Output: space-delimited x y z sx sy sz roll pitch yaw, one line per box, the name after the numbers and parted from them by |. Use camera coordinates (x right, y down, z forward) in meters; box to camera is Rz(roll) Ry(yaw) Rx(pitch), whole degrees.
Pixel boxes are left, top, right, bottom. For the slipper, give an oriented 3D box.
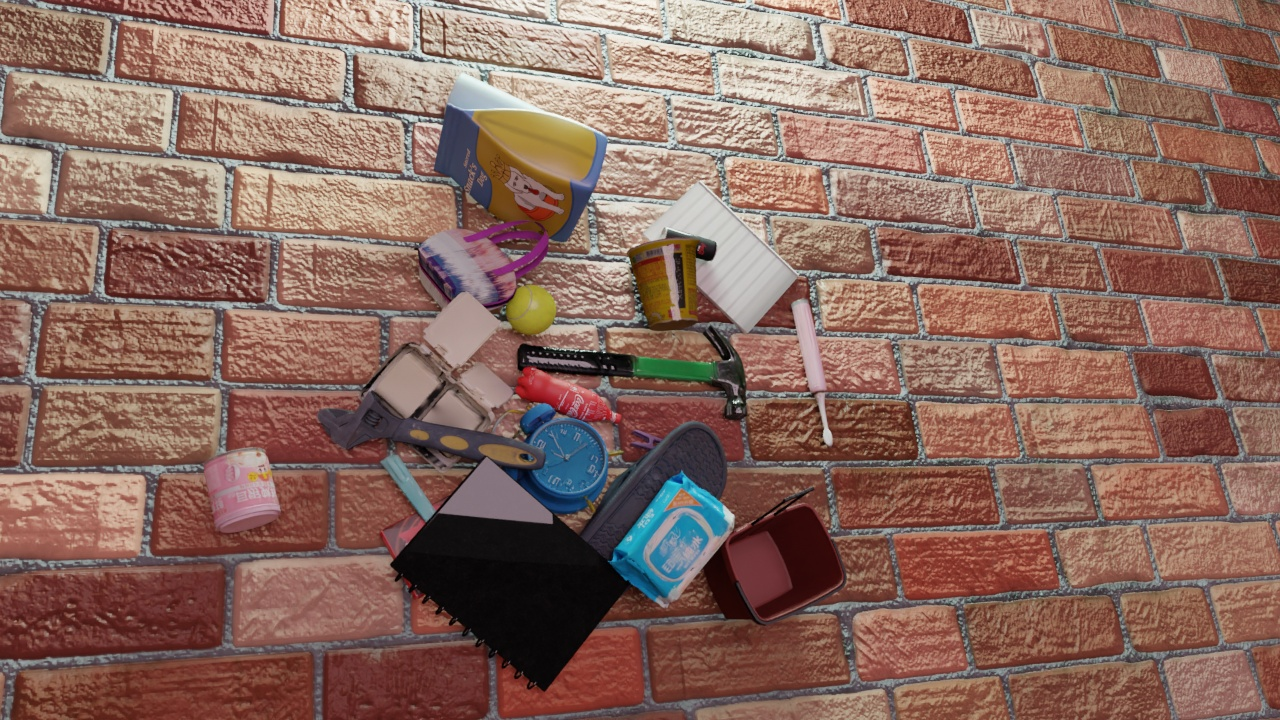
0.003 0.192 1.150 0.110 0.083 0.267 46 78 -11 | slipper

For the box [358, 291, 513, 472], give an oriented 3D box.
-0.230 0.028 1.126 0.145 0.101 0.186 45 82 -2 | box

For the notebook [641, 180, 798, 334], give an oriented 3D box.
0.121 -0.156 1.362 0.210 0.009 0.142 44 62 0 | notebook

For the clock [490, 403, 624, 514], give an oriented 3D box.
-0.111 0.120 1.136 0.161 0.060 0.116 26 63 -3 | clock

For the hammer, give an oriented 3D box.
-0.007 0.007 1.238 0.318 0.032 0.130 5 69 -18 | hammer

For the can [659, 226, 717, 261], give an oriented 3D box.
0.069 -0.167 1.323 0.080 0.032 0.031 14 65 -14 | can

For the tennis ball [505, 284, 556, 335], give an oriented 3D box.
-0.143 -0.066 1.195 0.065 0.065 0.065 7 67 -18 | tennis ball

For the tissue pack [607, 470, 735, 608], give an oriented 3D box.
0.039 0.214 1.087 0.093 0.062 0.144 41 82 -15 | tissue pack

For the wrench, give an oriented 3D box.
-0.245 0.089 1.074 0.273 0.022 0.073 13 95 2 | wrench

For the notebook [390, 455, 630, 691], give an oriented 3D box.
-0.148 0.249 1.056 0.231 0.019 0.169 43 76 -11 | notebook

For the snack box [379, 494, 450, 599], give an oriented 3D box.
-0.226 0.209 1.080 0.132 0.021 0.089 -27 78 -27 | snack box

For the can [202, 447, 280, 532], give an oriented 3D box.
-0.436 0.142 1.003 0.067 0.067 0.076 -13 74 -24 | can

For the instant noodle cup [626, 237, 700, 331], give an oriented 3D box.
0.036 -0.102 1.268 0.100 0.100 0.112 -5 82 -22 | instant noodle cup

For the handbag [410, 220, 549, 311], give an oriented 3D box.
-0.195 -0.133 1.190 0.169 0.068 0.144 -30 64 -27 | handbag

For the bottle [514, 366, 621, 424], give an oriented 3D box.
-0.091 0.051 1.181 0.141 0.042 0.041 23 63 -13 | bottle

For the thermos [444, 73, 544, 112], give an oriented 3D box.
-0.168 -0.329 1.289 0.207 0.065 0.077 23 47 -11 | thermos

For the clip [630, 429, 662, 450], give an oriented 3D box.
0.012 0.108 1.216 0.052 0.013 0.036 16 66 -17 | clip

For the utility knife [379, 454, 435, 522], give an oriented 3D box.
-0.251 0.173 1.065 0.022 0.015 0.158 -38 76 -7 | utility knife

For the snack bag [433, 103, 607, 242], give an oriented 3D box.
-0.165 -0.256 1.209 0.205 0.159 0.102 18 65 -12 | snack bag

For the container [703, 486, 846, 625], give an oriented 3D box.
0.172 0.242 1.115 0.147 0.201 0.127 -17 76 -26 | container

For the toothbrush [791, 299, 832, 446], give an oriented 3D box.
0.253 0.018 1.334 0.027 0.026 0.222 -15 71 20 | toothbrush
